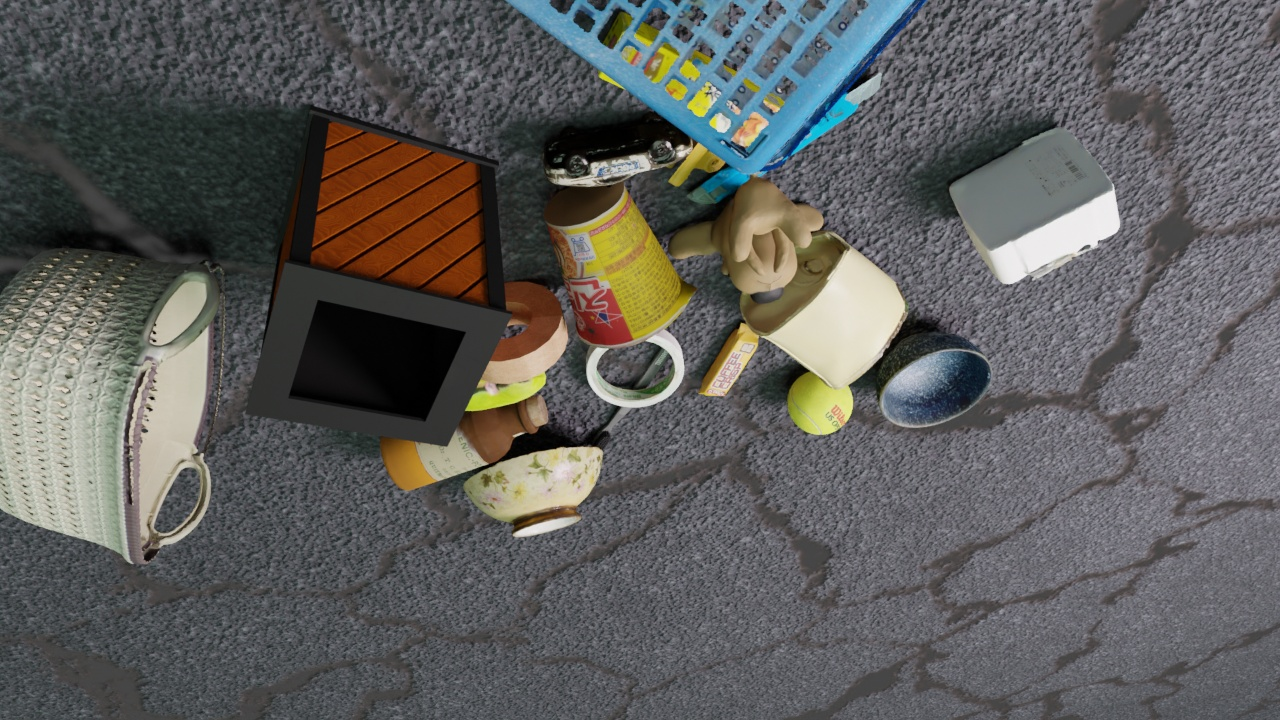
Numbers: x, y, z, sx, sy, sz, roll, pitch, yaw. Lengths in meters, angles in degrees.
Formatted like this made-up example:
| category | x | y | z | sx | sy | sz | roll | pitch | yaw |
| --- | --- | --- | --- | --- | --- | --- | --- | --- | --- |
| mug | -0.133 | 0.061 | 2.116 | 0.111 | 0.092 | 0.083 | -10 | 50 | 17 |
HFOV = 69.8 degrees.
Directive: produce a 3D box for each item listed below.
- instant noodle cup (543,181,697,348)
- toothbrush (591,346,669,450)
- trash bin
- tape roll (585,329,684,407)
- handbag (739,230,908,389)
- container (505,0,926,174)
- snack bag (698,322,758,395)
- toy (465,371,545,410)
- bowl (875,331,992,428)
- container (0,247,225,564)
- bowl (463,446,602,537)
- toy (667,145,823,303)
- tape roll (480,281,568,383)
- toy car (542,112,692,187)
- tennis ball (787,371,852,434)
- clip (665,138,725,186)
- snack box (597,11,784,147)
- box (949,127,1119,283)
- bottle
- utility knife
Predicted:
| category | x | y | z | sx | sy | sz | roll | pitch | yaw |
| --- | --- | --- | --- | --- | --- | --- | --- | --- | --- |
| instant noodle cup | -0.027 | -0.083 | 0.737 | 0.100 | 0.100 | 0.112 | -20 | 129 | 9 |
| toothbrush | -0.009 | 0.038 | 0.923 | 0.012 | 0.013 | 0.168 | 16 | 128 | -26 |
| trash bin | -0.187 | -0.058 | 0.661 | 0.139 | 0.171 | 0.140 | 12 | 132 | -24 |
| tape roll | -0.005 | 0.005 | 0.875 | 0.094 | 0.018 | 0.094 | -3 | 131 | -3 |
| handbag | 0.169 | -0.047 | 0.826 | 0.119 | 0.081 | 0.111 | 31 | 115 | -35 |
| container | 0.076 | -0.277 | 0.474 | 0.257 | 0.089 | 0.363 | 33 | 128 | -13 |
| snack bag | 0.087 | 0.003 | 0.900 | 0.026 | 0.020 | 0.099 | 11 | 132 | -22 |
| toy | -0.130 | 0.018 | 0.818 | 0.092 | 0.118 | 0.043 | -13 | 95 | -2 |
| bowl | 0.287 | 0.010 | 0.922 | 0.114 | 0.060 | 0.115 | -5 | 136 | -5 |
| container | -0.408 | 0.032 | 0.711 | 0.143 | 0.184 | 0.252 | 14 | 133 | -14 |
| bowl | -0.102 | 0.139 | 0.930 | 0.145 | 0.063 | 0.145 | -14 | 164 | -4 |
| toy | 0.092 | -0.102 | 0.725 | 0.134 | 0.105 | 0.108 | -12 | 169 | -2 |
| tape roll | -0.110 | -0.025 | 0.773 | 0.094 | 0.093 | 0.027 | -11 | 137 | -1 |
| toy car | -0.017 | -0.153 | 0.689 | 0.113 | 0.048 | 0.041 | -11 | 133 | -1 |
| tennis ball | 0.182 | 0.042 | 0.930 | 0.065 | 0.065 | 0.065 | -6 | 137 | -6 |
| clip | 0.044 | -0.162 | 0.715 | 0.047 | 0.046 | 0.054 | 40 | 123 | 0 |
| snack box | 0.040 | -0.199 | 0.667 | 0.148 | 0.028 | 0.040 | 17 | 130 | -28 |
| box | 0.335 | -0.116 | 0.770 | 0.107 | 0.102 | 0.095 | -30 | 136 | 18 |
| bottle | -0.164 | 0.070 | 0.881 | 0.157 | 0.067 | 0.068 | -19 | 137 | 8 |
| utility knife | 0.114 | -0.171 | 0.724 | 0.175 | 0.015 | 0.031 | -33 | 148 | 21 |
